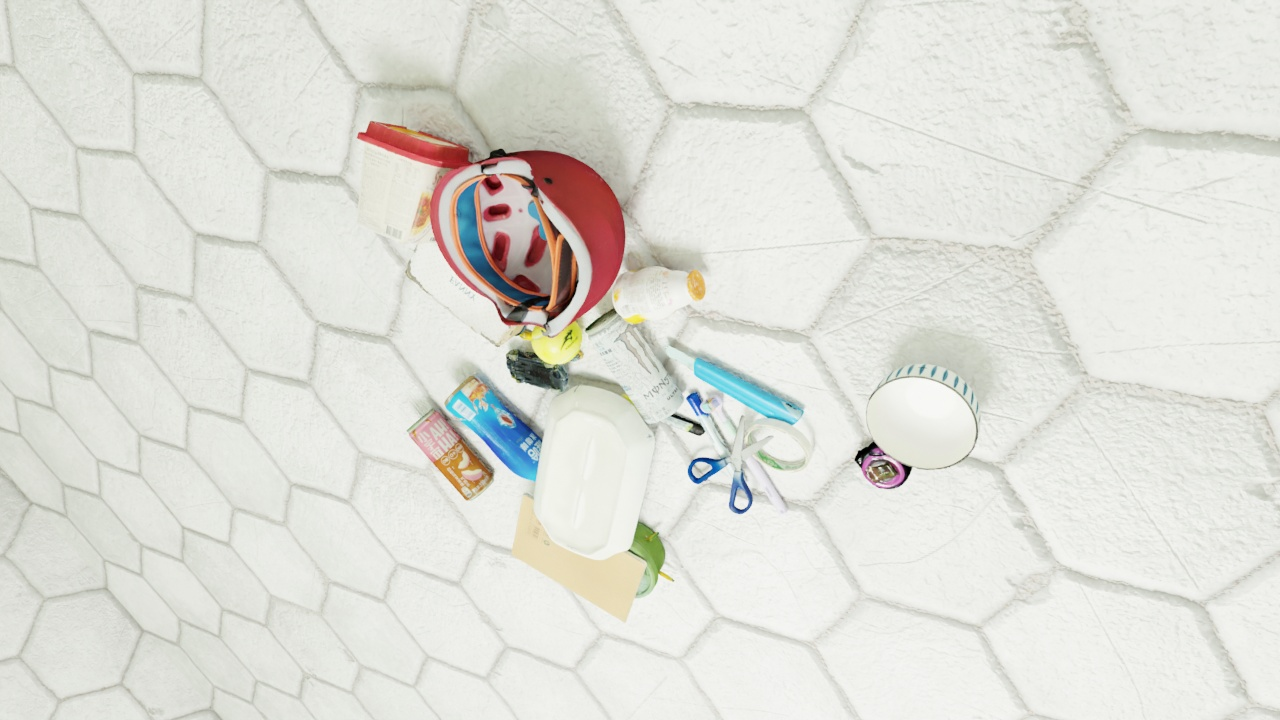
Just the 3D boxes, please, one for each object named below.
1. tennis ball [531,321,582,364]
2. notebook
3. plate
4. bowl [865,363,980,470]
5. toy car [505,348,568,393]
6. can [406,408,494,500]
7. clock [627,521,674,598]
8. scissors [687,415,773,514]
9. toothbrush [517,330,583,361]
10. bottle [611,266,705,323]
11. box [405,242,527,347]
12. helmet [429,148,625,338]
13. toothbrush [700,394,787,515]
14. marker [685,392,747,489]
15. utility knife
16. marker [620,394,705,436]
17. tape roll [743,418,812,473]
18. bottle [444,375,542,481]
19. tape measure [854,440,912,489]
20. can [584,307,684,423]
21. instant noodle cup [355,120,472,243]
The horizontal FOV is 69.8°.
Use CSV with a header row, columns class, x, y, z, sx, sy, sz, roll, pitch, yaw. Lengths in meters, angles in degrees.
class,x,y,z,sx,sy,sz,roll,pitch,yaw
tennis ball,-0.107,-0.028,1.180,0.065,0.065,0.066,16,127,22
notebook,-0.096,0.293,1.354,0.208,0.008,0.148,27,131,14
plate,-0.073,0.162,1.250,0.162,0.034,0.266,21,117,16
bowl,0.306,0.051,0.982,0.116,0.066,0.117,15,126,22
toy car,-0.139,0.012,1.247,0.106,0.031,0.049,14,130,33
can,-0.292,0.146,1.415,0.058,0.057,0.147,-33,101,41
clock,-0.034,0.288,1.357,0.161,0.056,0.116,0,119,31
scissors,0.113,0.131,1.164,0.161,0.012,0.163,5,124,38
toothbrush,-0.163,-0.034,1.240,0.191,0.018,0.016,21,127,17
bottle,0.022,-0.079,1.067,0.109,0.063,0.063,-8,116,35
box,-0.212,-0.097,1.193,0.184,0.061,0.090,39,123,1
helmet,-0.115,-0.150,1.054,0.240,0.143,0.207,22,130,35
toothbrush,0.137,0.123,1.165,0.029,0.021,0.189,-29,106,21
marker,0.099,0.104,1.177,0.017,0.016,0.146,-17,110,38
utility knife,0.109,0.029,1.116,0.188,0.018,0.034,29,138,10
marker,0.028,0.072,1.201,0.124,0.015,0.018,20,120,15
tape roll,0.168,0.105,1.124,0.086,0.013,0.086,22,143,17
bottle,-0.185,0.116,1.327,0.218,0.065,0.065,44,132,-3
tape measure,0.283,0.121,1.060,0.058,0.039,0.057,-31,101,41
can,-0.007,0.007,1.146,0.058,0.058,0.147,-24,106,40
instant noodle cup,-0.280,-0.212,1.107,0.117,0.116,0.124,23,105,17
